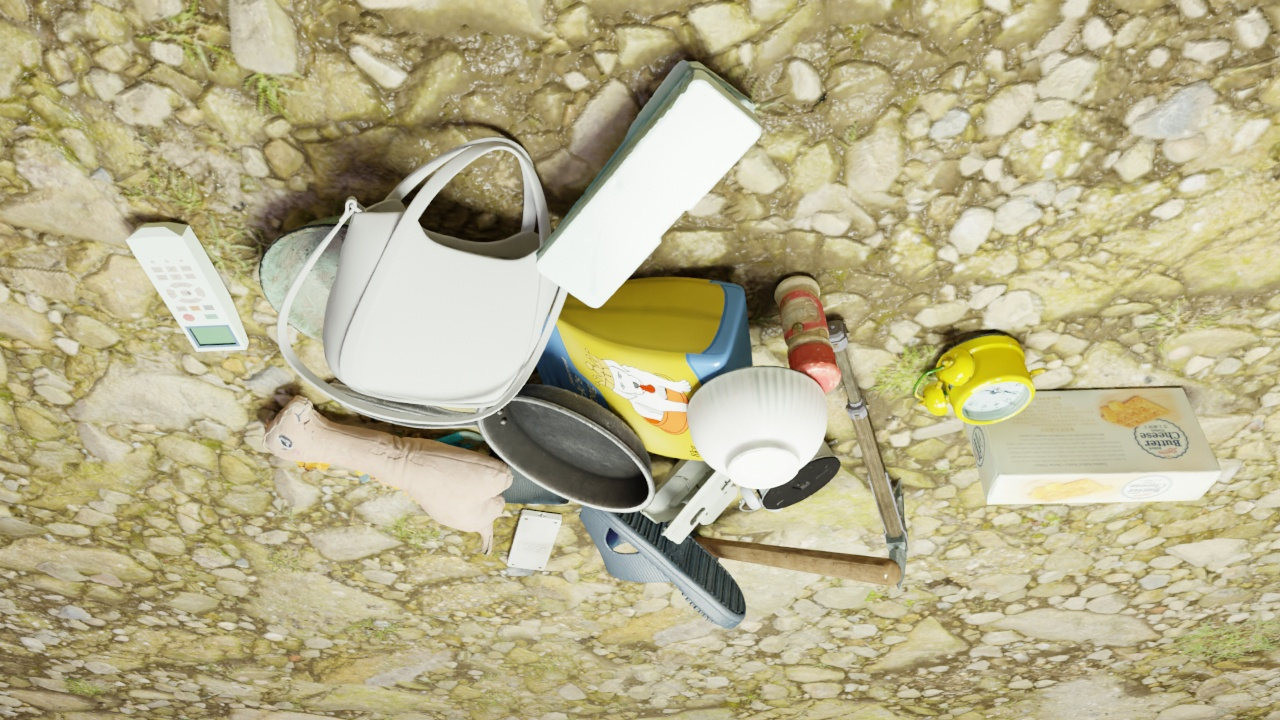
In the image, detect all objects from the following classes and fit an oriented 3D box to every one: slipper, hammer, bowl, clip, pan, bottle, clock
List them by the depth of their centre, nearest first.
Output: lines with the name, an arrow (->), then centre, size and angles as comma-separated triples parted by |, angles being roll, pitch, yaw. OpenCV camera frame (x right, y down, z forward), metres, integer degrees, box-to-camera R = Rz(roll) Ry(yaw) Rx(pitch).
bowl -> 0.098, 0.064, 0.756 | 0.118, 0.062, 0.118 | -1, 140, -1
bottle -> 0.142, -0.023, 0.788 | 0.044, 0.109, 0.044 | -2, 141, -2
bowl -> -0.244, -0.070, 0.796 | 0.157, 0.038, 0.158 | 1, 140, 1
clock -> 0.316, 0.019, 0.871 | 0.118, 0.057, 0.083 | 0, 141, -9
pan -> -0.149, 0.065, 0.899 | 0.357, 0.055, 0.188 | 17, 148, 16
hammer -> 0.230, 0.087, 0.925 | 0.028, 0.146, 0.317 | -11, 128, 20
clip -> 0.057, 0.129, 0.986 | 0.126, 0.097, 0.152 | -45, 173, -3
clock -> 0.158, 0.127, 0.992 | 0.123, 0.035, 0.094 | -42, 147, 22
slipper -> 0.002, 0.210, 1.007 | 0.263, 0.101, 0.083 | 44, 111, -6
hammer -> 0.148, 0.220, 1.034 | 0.323, 0.040, 0.129 | -4, 146, 48

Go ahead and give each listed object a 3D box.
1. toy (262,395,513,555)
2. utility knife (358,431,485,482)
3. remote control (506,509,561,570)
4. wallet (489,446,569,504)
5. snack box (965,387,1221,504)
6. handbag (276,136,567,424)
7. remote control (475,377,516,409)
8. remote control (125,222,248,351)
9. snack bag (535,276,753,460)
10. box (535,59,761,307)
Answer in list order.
toy -> -0.273, 0.129, 0.993 | 0.264, 0.065, 0.197 | 10, 129, -6
utility knife -> -0.251, 0.110, 1.030 | 0.179, 0.015, 0.031 | -20, 131, 25
remote control -> -0.137, 0.230, 1.171 | 0.050, 0.011, 0.136 | 10, 139, -10
wallet -> -0.125, 0.128, 1.039 | 0.089, 0.026, 0.115 | 1, 140, -2
snack box -> 0.442, 0.085, 0.912 | 0.208, 0.104, 0.058 | -2, 140, 4
handbag -> -0.151, -0.069, 0.716 | 0.215, 0.095, 0.223 | 8, 114, -38
remote control -> -0.139, 0.013, 0.912 | 0.043, 0.013, 0.137 | 10, 139, -10
remote control -> -0.399, -0.066, 0.816 | 0.049, 0.024, 0.144 | -2, 138, 4
snack bag -> -0.005, 0.005, 0.844 | 0.205, 0.102, 0.159 | 6, 142, 17
box -> 0.000, -0.127, 0.689 | 0.083, 0.066, 0.199 | 15, 129, -41
